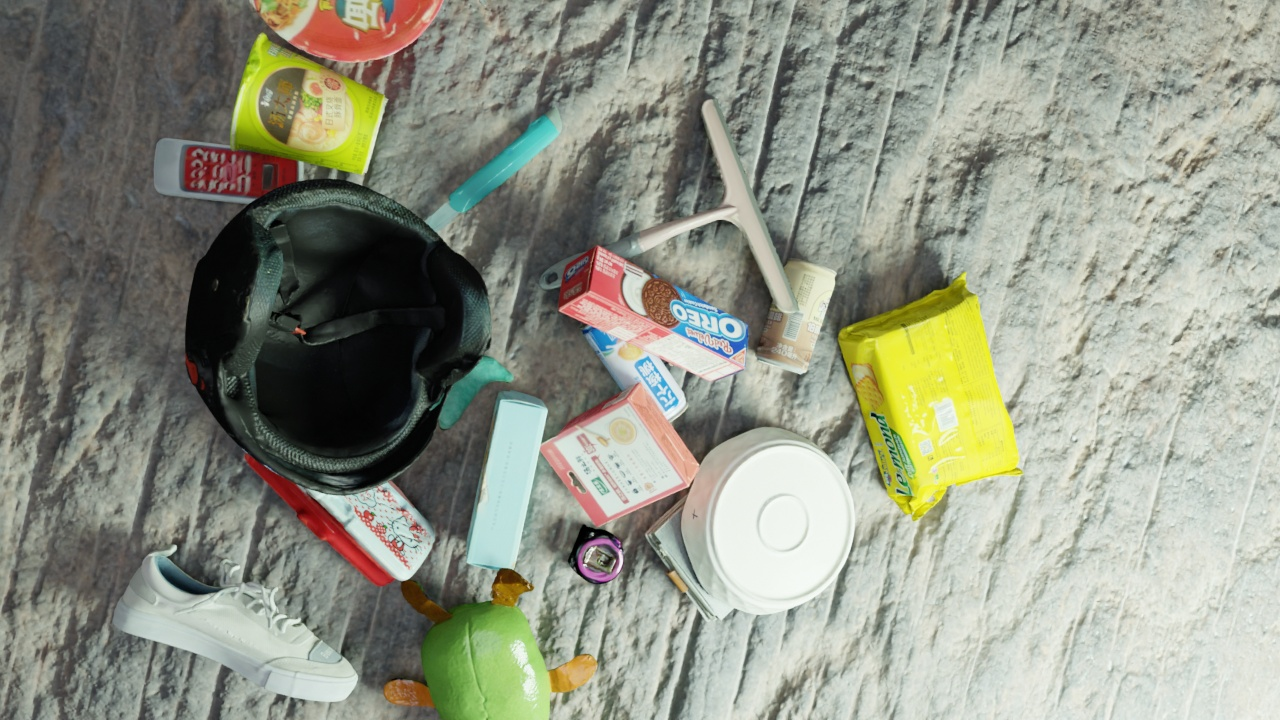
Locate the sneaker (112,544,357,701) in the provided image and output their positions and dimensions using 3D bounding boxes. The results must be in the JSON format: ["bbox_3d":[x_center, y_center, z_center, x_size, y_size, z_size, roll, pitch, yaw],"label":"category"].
[{"bbox_3d":[-0.387,0.257,0.912,0.242,0.089,0.090,24,86,-5],"label":"sneaker"}]

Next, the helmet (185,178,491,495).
[{"bbox_3d":[-0.283,-0.021,0.823,0.233,0.231,0.274,6,85,-40],"label":"helmet"}]

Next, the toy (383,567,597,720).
[{"bbox_3d":[-0.159,0.326,0.953,0.227,0.090,0.247,-8,104,7],"label":"toy"}]

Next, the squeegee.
[{"bbox_3d":[0.009,-0.125,0.955,0.249,0.040,0.247,-21,85,0],"label":"squeegee"}]

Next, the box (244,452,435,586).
[{"bbox_3d":[-0.296,0.138,0.907,0.095,0.098,0.201,-43,100,-5],"label":"box"}]

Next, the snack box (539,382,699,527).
[{"bbox_3d":[-0.023,0.100,0.964,0.127,0.044,0.113,-29,102,29],"label":"snack box"}]

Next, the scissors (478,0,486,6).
[{"bbox_3d":[-0.194,-0.416,0.854,0.162,0.012,0.163,3,94,-13],"label":"scissors"}]

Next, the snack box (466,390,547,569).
[{"bbox_3d":[-0.139,0.121,0.945,0.051,0.074,0.175,12,93,-12],"label":"snack box"}]

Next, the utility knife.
[{"bbox_3d":[-0.151,-0.194,0.946,0.186,0.013,0.029,-41,99,-6],"label":"utility knife"}]

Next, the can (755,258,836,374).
[{"bbox_3d":[0.168,-0.048,0.994,0.058,0.058,0.116,17,92,-11],"label":"can"}]

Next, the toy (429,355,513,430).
[{"bbox_3d":[-0.194,0.025,0.951,0.096,0.030,0.092,34,86,-6],"label":"toy"}]

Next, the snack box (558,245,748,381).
[{"bbox_3d":[0.018,-0.042,0.930,0.207,0.058,0.057,25,59,-31],"label":"snack box"}]

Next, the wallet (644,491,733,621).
[{"bbox_3d":[0.075,0.210,1.013,0.106,0.037,0.130,-39,101,-16],"label":"wallet"}]

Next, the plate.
[{"bbox_3d":[0.147,0.176,0.996,0.204,0.046,0.205,1,87,-21],"label":"plate"}]

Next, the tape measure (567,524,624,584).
[{"bbox_3d":[-0.046,0.211,0.988,0.058,0.039,0.057,24,90,-12],"label":"tape measure"}]

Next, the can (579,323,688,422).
[{"bbox_3d":[-0.006,0.006,0.970,0.053,0.053,0.134,-35,100,-6],"label":"can"}]

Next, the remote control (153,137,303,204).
[{"bbox_3d":[-0.402,-0.183,0.898,0.136,0.020,0.056,5,95,-11],"label":"remote control"}]

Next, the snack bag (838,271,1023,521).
[{"bbox_3d":[0.330,0.043,1.028,0.158,0.068,0.246,-21,99,-8],"label":"snack bag"}]

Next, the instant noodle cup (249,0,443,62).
[{"bbox_3d":[-0.280,-0.379,0.880,0.193,0.066,0.194,-1,96,-11],"label":"instant noodle cup"}]

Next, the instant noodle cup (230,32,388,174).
[{"bbox_3d":[-0.310,-0.234,0.872,0.123,0.112,0.111,15,92,-19],"label":"instant noodle cup"}]
